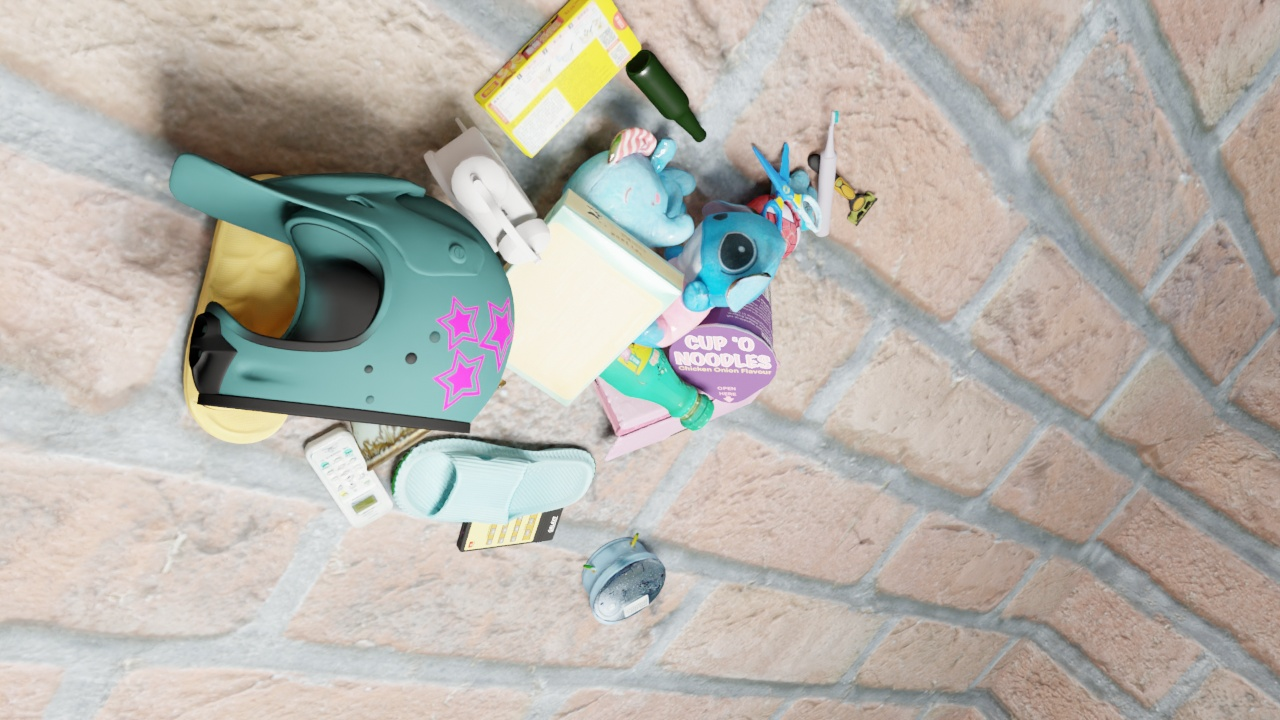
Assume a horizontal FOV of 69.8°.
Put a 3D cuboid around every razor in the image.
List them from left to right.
[{"bbox_3d":[0.247,-0.215,1.135,0.144,0.021,0.044,28,102,-43],"label":"razor"}]

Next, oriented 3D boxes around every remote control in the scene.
[{"bbox_3d":[-0.309,0.125,0.975,0.050,0.022,0.133,-30,135,-16],"label":"remote control"},{"bbox_3d":[-0.163,0.208,1.154,0.133,0.013,0.058,-1,122,-36],"label":"remote control"}]

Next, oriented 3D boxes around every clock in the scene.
[{"bbox_3d":[-0.135,-0.141,0.808,0.061,0.159,0.120,-35,137,2],"label":"clock"},{"bbox_3d":[-0.024,0.321,1.310,0.118,0.060,0.162,-26,134,-18],"label":"clock"}]

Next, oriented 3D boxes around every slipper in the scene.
[{"bbox_3d":[-0.334,-0.029,0.801,0.099,0.078,0.264,1,118,-37],"label":"slipper"},{"bbox_3d":[-0.159,0.150,1.076,0.275,0.069,0.116,5,121,-39],"label":"slipper"}]

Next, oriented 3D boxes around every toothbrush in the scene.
[{"bbox_3d":[0.221,-0.219,1.086,0.019,0.018,0.188,-12,143,-2],"label":"toothbrush"}]

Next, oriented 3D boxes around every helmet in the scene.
[{"bbox_3d":[-0.227,-0.053,0.723,0.274,0.177,0.200,11,82,-43],"label":"helmet"}]

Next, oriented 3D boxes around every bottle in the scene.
[{"bbox_3d":[-0.006,0.006,1.020,0.209,0.068,0.068,37,97,-21],"label":"bottle"},{"bbox_3d":[0.031,-0.262,0.928,0.033,0.033,0.123,-49,137,4],"label":"bottle"}]

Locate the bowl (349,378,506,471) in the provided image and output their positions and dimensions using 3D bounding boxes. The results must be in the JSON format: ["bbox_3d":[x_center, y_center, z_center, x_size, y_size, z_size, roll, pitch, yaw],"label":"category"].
[{"bbox_3d":[-0.222,0.026,0.898,0.159,0.160,0.094,-34,95,-11],"label":"bowl"}]

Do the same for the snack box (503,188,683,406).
[{"bbox_3d":[-0.072,-0.055,0.910,0.141,0.044,0.194,35,123,-18],"label":"snack box"}]

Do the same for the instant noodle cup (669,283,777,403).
[{"bbox_3d":[0.105,-0.040,1.072,0.122,0.121,0.137,2,141,16],"label":"instant noodle cup"}]

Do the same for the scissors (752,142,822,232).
[{"bbox_3d":[0.170,-0.190,1.047,0.123,0.016,0.125,16,72,-33],"label":"scissors"}]

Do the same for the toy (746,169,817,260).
[{"bbox_3d":[0.163,-0.166,1.082,0.132,0.062,0.092,-47,138,-13],"label":"toy"}]

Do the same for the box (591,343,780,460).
[{"bbox_3d":[0.046,0.031,1.146,0.232,0.106,0.116,-21,166,-24],"label":"box"}]

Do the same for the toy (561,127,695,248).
[{"bbox_3d":[0.001,-0.152,0.945,0.180,0.115,0.184,-14,134,-45],"label":"toy"}]

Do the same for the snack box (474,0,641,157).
[{"bbox_3d":[-0.075,-0.268,0.850,0.152,0.025,0.075,-45,137,1],"label":"snack box"}]

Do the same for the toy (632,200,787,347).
[{"bbox_3d":[0.064,-0.083,0.964,0.192,0.223,0.099,-29,118,15],"label":"toy"}]
